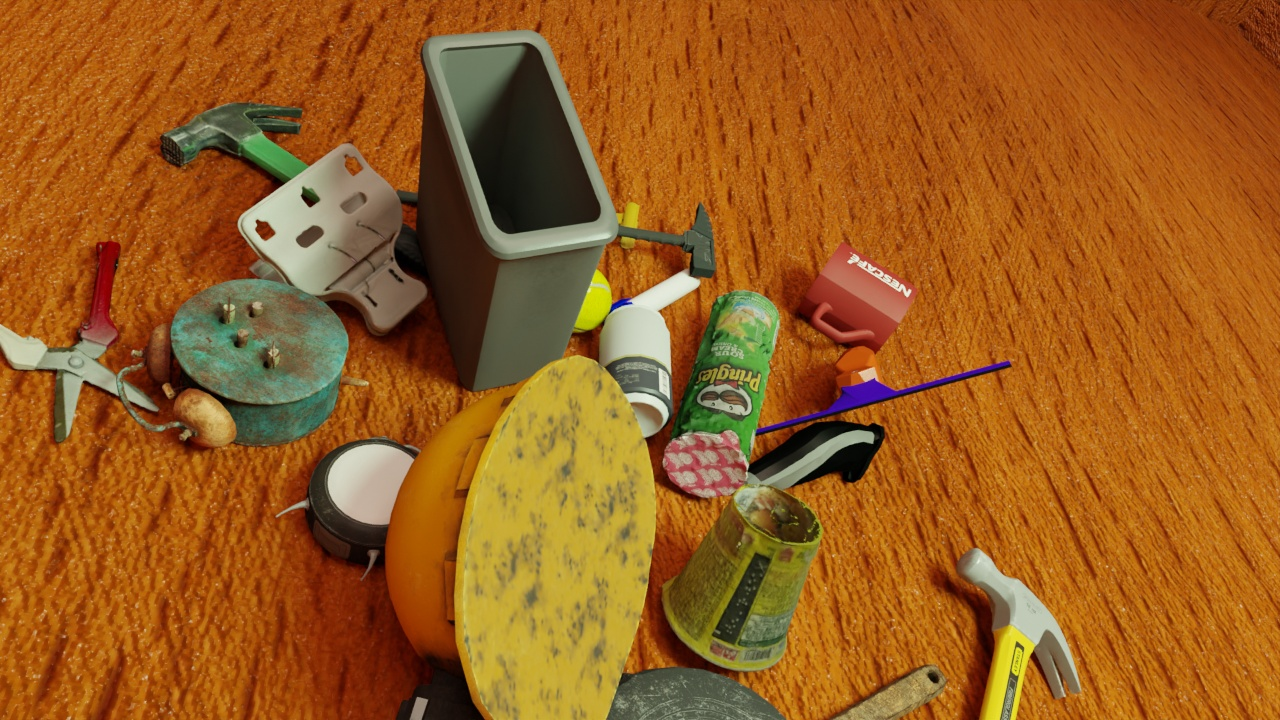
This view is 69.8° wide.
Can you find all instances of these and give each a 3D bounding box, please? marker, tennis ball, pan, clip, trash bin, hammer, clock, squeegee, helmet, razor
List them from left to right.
[{"bbox_3d":[-0.293,0.003,0.668,0.157,0.073,0.121,-22,61,-39],"label":"clock"},{"bbox_3d":[-0.252,-0.090,0.778,0.126,0.110,0.151,-47,123,-28],"label":"clip"},{"bbox_3d":[-0.272,-0.144,0.853,0.319,0.032,0.129,33,42,5],"label":"hammer"},{"bbox_3d":[-0.186,0.094,0.653,0.091,0.044,0.122,34,43,8],"label":"clock"},{"bbox_3d":[-0.093,0.123,0.597,0.131,0.205,0.254,-7,50,27],"label":"helmet"},{"bbox_3d":[-0.111,-0.108,0.724,0.097,0.220,0.191,-12,67,-21],"label":"trash bin"},{"bbox_3d":[-0.082,-0.147,0.936,0.324,0.015,0.094,8,54,-11],"label":"hammer"},{"bbox_3d":[-0.060,-0.058,0.848,0.065,0.066,0.065,14,44,-14],"label":"tennis ball"},{"bbox_3d":[-0.022,-0.149,0.984,0.048,0.046,0.054,38,39,-26],"label":"clip"},{"bbox_3d":[0.013,-0.062,0.917,0.132,0.023,0.027,-33,110,-43],"label":"marker"},{"bbox_3d":[0.101,0.274,0.629,0.356,0.040,0.207,-13,56,-34],"label":"pan"},{"bbox_3d":[0.150,0.088,0.824,0.156,0.057,0.060,-6,84,-31],"label":"razor"},{"bbox_3d":[0.210,0.016,0.879,0.184,0.250,0.055,-24,97,-74],"label":"squeegee"},{"bbox_3d":[0.260,0.294,0.684,0.127,0.029,0.322,40,46,-3],"label":"hammer"}]

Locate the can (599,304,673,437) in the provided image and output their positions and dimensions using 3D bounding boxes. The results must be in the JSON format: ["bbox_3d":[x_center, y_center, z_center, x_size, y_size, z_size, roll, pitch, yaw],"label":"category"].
[{"bbox_3d":[-0.005,0.005,0.815,0.064,0.064,0.127,14,44,-14],"label":"can"}]

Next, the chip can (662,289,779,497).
[{"bbox_3d":[0.079,0.021,0.828,0.075,0.076,0.222,24,40,-3],"label":"chip can"}]

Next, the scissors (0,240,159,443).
[{"bbox_3d":[-0.436,-0.024,0.665,0.179,0.015,0.198,8,47,-21],"label":"scissors"}]

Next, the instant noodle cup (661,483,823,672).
[{"bbox_3d":[0.078,0.151,0.666,0.102,0.108,0.102,17,26,-9],"label":"instant noodle cup"}]

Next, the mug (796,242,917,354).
[{"bbox_3d":[0.226,-0.056,0.980,0.096,0.081,0.116,34,49,7],"label":"mug"}]
